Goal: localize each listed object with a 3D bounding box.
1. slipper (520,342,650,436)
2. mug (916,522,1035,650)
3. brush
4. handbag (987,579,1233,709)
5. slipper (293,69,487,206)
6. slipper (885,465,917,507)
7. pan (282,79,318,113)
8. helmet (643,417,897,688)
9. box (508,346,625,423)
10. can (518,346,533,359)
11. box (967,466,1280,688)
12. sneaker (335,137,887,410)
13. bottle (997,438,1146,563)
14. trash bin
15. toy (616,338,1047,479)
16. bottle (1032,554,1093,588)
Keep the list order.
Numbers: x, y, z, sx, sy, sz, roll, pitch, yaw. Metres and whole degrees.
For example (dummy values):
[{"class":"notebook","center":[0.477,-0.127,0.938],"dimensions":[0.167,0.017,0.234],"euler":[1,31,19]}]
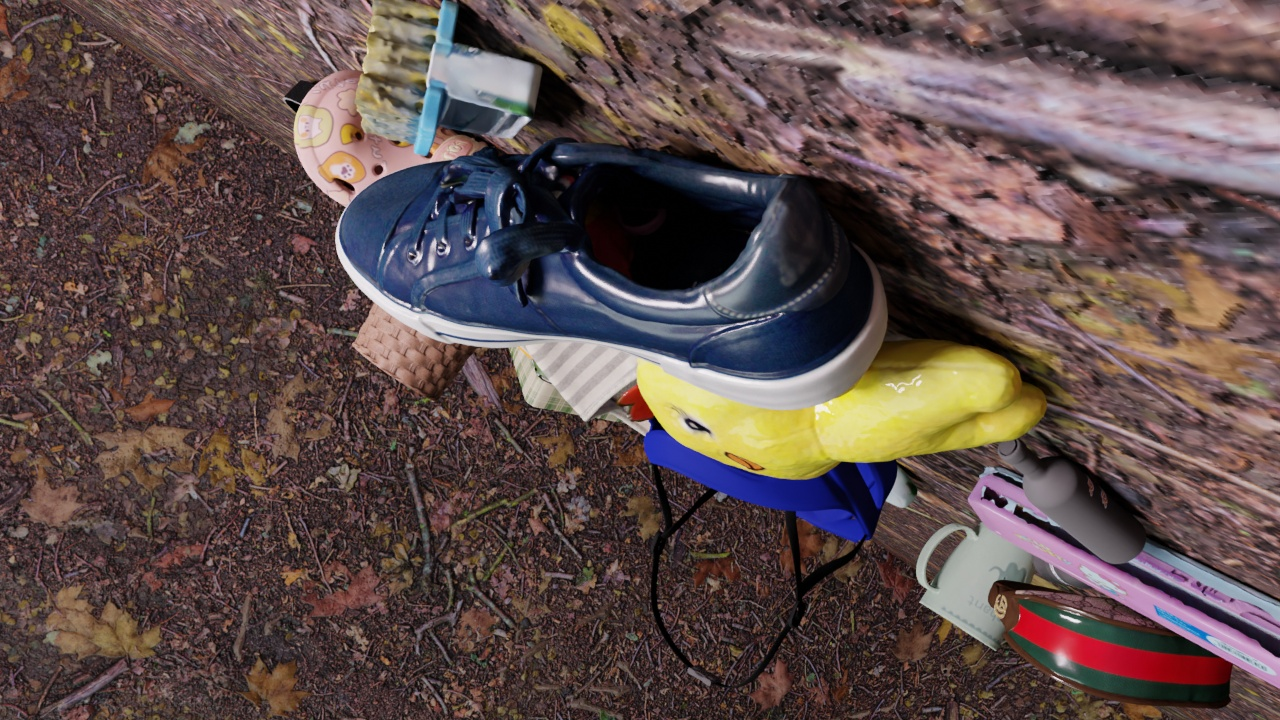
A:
[{"class":"slipper","center":[-0.004,0.004,0.702],"dimensions":[0.272,0.115,0.054],"euler":[43,-154,-31]},{"class":"mug","center":[0.328,0.211,0.906],"dimensions":[0.111,0.104,0.084],"euler":[33,177,-9]},{"class":"brush","center":[-0.096,-0.129,0.446],"dimensions":[0.075,0.055,0.136],"euler":[11,-177,-17]},{"class":"handbag","center":[0.331,0.188,0.646],"dimensions":[0.166,0.063,0.138],"euler":[9,-173,-17]},{"class":"slipper","center":[-0.136,-0.128,0.634],"dimensions":[0.082,0.093,0.197],"euler":[-2,153,47]},{"class":"slipper","center":[0.174,0.110,0.978],"dimensions":[0.246,0.074,0.104],"euler":[19,165,40]},{"class":"pan","center":[-0.277,-0.215,0.962],"dimensions":[0.225,0.034,0.357],"euler":[35,176,-33]},{"class":"helmet","center":[0.065,0.092,0.600],"dimensions":[0.148,0.227,0.241],"euler":[18,163,46]},{"class":"box","center":[-0.022,0.009,0.891],"dimensions":[0.205,0.050,0.117],"euler":[12,-149,-27]},{"class":"can","center":[-0.039,-0.027,0.800],"dimensions":[0.142,0.079,0.079],"euler":[15,-176,-23]},{"class":"box","center":[0.306,0.129,0.562],"dimensions":[0.214,0.036,0.076],"euler":[30,172,43]},{"class":"sneaker","center":[-0.049,-0.060,0.392],"dimensions":[0.295,0.120,0.127],"euler":[14,156,35]},{"class":"bottle","center":[0.228,0.072,0.491],"dimensions":[0.113,0.030,0.030],"euler":[35,176,-26]},{"class":"trash bin","center":[-0.236,-0.076,1.081],"dimensions":[0.151,0.210,0.151],"euler":[33,176,2]},{"class":"toy","center":[0.081,0.012,0.443],"dimensions":[0.208,0.092,0.133],"euler":[10,167,41]},{"class":"bottle","center":[0.317,0.146,0.668],"dimensions":[0.036,0.036,0.110],"euler":[32,176,12]}]
